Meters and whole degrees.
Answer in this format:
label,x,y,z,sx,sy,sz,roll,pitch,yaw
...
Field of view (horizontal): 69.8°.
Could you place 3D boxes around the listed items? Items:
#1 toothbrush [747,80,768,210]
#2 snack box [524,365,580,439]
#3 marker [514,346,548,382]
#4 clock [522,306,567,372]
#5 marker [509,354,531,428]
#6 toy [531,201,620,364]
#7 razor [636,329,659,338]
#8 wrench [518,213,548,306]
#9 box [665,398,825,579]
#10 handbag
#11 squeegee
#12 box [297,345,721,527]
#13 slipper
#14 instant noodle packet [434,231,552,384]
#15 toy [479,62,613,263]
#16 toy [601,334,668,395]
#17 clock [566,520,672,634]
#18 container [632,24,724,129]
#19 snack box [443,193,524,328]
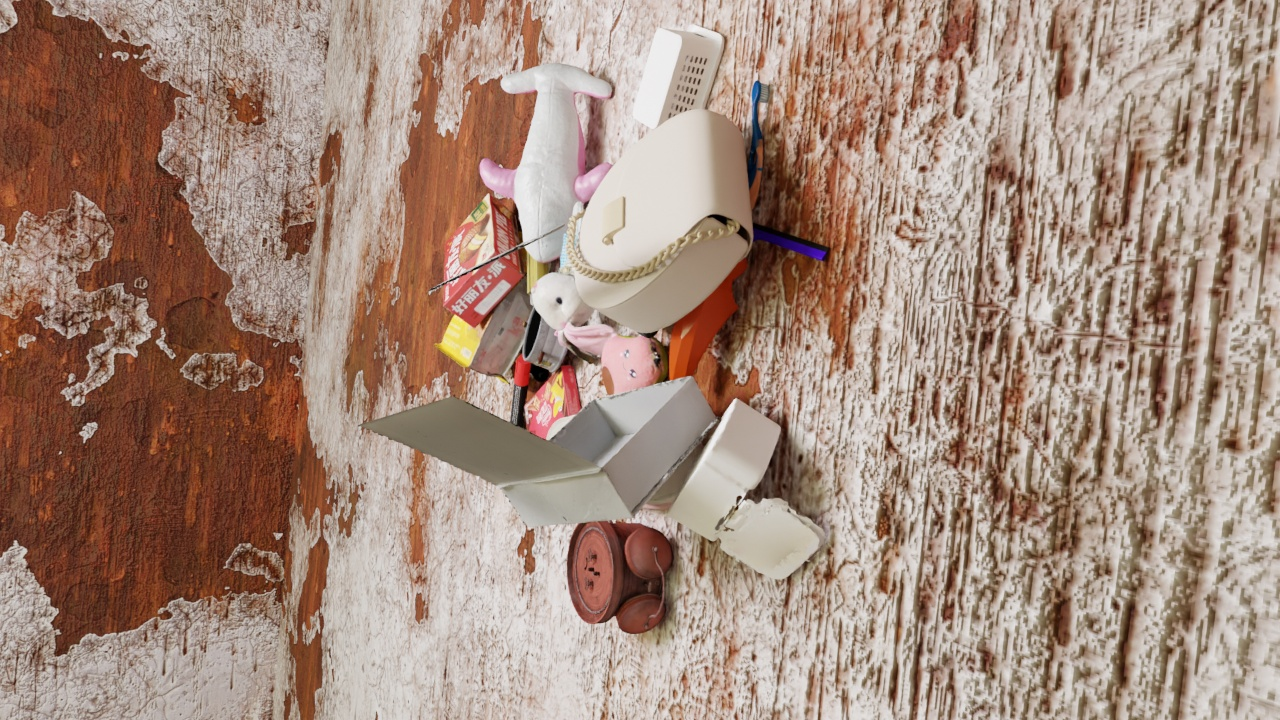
label,x,y,z,sx,sy,sz,roll,pitch,yaw
toothbrush,0.116,-0.213,0.927,0.021,0.017,0.135,14,101,63
snack box,-0.123,0.075,1.281,0.133,0.021,0.089,-44,49,48
marker,-0.167,0.002,1.360,0.126,0.025,0.025,35,116,55
clock,-0.128,-0.040,1.269,0.148,0.056,0.104,-156,81,-71
marker,-0.177,0.053,1.345,0.023,0.021,0.145,-88,8,-50
toy,-0.083,-0.101,1.152,0.131,0.105,0.205,-7,81,63
razor,-0.009,-0.076,1.060,0.140,0.063,0.053,-111,39,-55
wrench,-0.150,-0.169,1.307,0.084,0.018,0.272,-49,33,35
box,0.110,0.129,0.851,0.109,0.137,0.123,-64,-4,34
handbag,0.025,-0.136,0.940,0.209,0.103,0.210,-32,44,37
squeegee,0.070,-0.058,0.941,0.250,0.055,0.185,34,107,56
box,-0.107,0.079,0.851,0.167,0.368,0.150,-16,71,45
slipper,-0.017,0.110,1.064,0.275,0.054,0.114,1,83,49
instant noodle packet,-0.207,-0.089,1.385,0.221,0.084,0.163,-62,29,-1
toy,-0.117,-0.264,1.249,0.127,0.187,0.265,-12,-73,-79
toy,-0.006,0.006,1.065,0.110,0.051,0.090,-32,64,50
clock,-0.020,0.241,1.039,0.158,0.072,0.120,14,98,60
container,0.038,-0.312,1.033,0.080,0.049,0.129,47,126,51
snack box,-0.237,-0.154,1.374,0.113,0.060,0.236,-45,28,15
